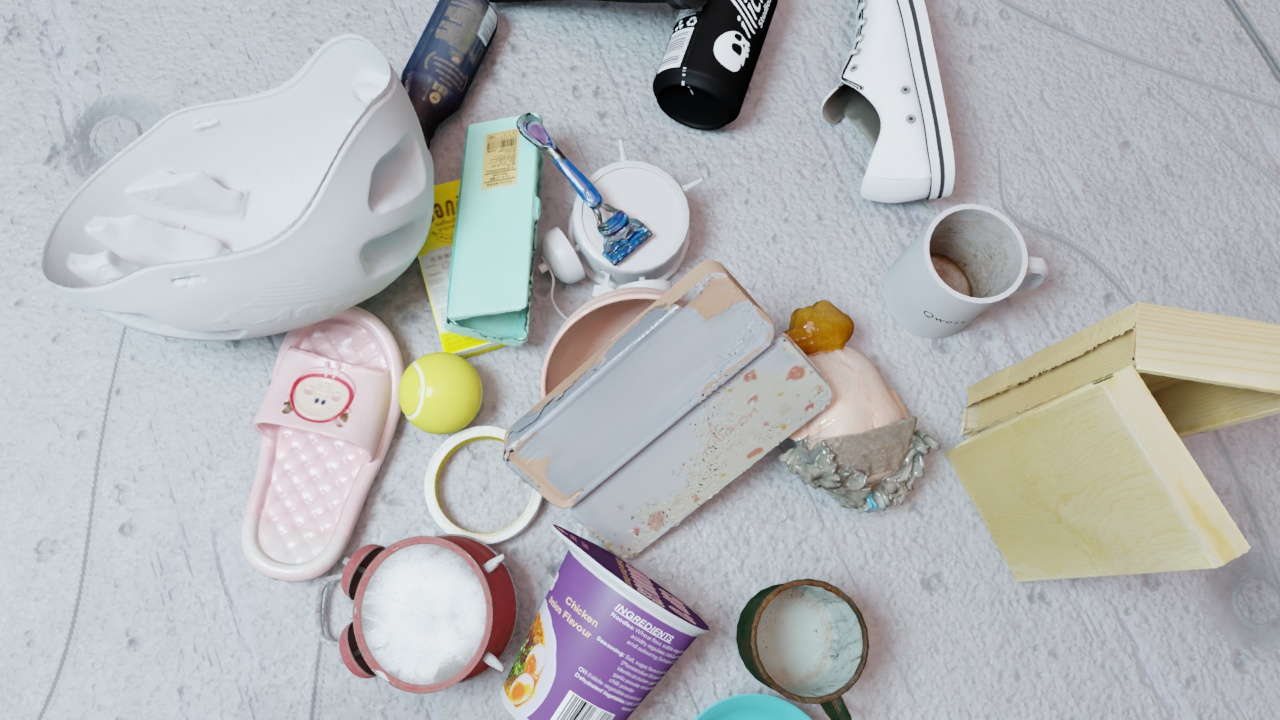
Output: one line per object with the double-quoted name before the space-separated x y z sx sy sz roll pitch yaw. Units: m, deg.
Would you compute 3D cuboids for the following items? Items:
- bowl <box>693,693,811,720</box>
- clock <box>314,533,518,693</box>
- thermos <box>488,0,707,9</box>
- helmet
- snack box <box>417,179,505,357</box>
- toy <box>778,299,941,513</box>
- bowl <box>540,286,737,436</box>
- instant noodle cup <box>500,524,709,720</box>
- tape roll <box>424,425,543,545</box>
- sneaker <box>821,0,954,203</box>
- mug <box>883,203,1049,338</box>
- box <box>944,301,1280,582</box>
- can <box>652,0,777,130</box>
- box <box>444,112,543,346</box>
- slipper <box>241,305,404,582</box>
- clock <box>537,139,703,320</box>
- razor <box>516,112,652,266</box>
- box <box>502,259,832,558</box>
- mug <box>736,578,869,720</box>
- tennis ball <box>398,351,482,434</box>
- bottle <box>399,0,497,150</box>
"bowl" 0.080 0.308 0.676 0.121 0.046 0.121 1 75 -3
"clock" -0.168 0.186 0.686 0.157 0.062 0.109 -4 80 14
"thermos" -0.042 -0.350 0.781 0.219 0.106 0.105 7 73 27
"helmet" -0.294 -0.116 0.683 0.282 0.184 0.224 -16 39 -14
"snack box" -0.153 -0.077 0.773 0.061 0.026 0.149 -16 77 -8
"toy" 0.158 0.037 0.738 0.132 0.076 0.175 -6 76 -31
"bowl" -0.004 0.004 0.721 0.153 0.076 0.153 -3 118 -6
"instant noodle cup" -0.040 0.208 0.666 0.137 0.122 0.122 34 85 -4
"tape roll" -0.124 0.100 0.732 0.094 0.019 0.094 1 76 -3
"sneaker" 0.206 -0.251 0.818 0.097 0.091 0.245 -9 77 9
"mug" 0.276 -0.071 0.762 0.119 0.096 0.083 1 75 -4
"box" 0.324 0.057 0.654 0.142 0.249 0.184 30 75 5
"can" 0.068 -0.285 0.814 0.080 0.080 0.145 19 75 1
"box" -0.111 -0.114 0.734 0.077 0.080 0.188 13 64 -22
"slipper" -0.249 0.061 0.716 0.107 0.056 0.221 10 75 -3
"clock" -0.018 -0.096 0.773 0.120 0.061 0.159 26 80 1
"razor" -0.051 -0.141 0.730 0.044 0.018 0.141 -41 92 -9
"box" 0.021 0.045 0.682 0.216 0.043 0.151 -40 118 12
"mug" 0.123 0.220 0.684 0.085 0.081 0.111 -24 78 -10
"tennis ball" -0.158 0.026 0.725 0.065 0.065 0.065 1 75 -4
"bottle" -0.177 -0.247 0.800 0.056 0.056 0.160 21 75 2
